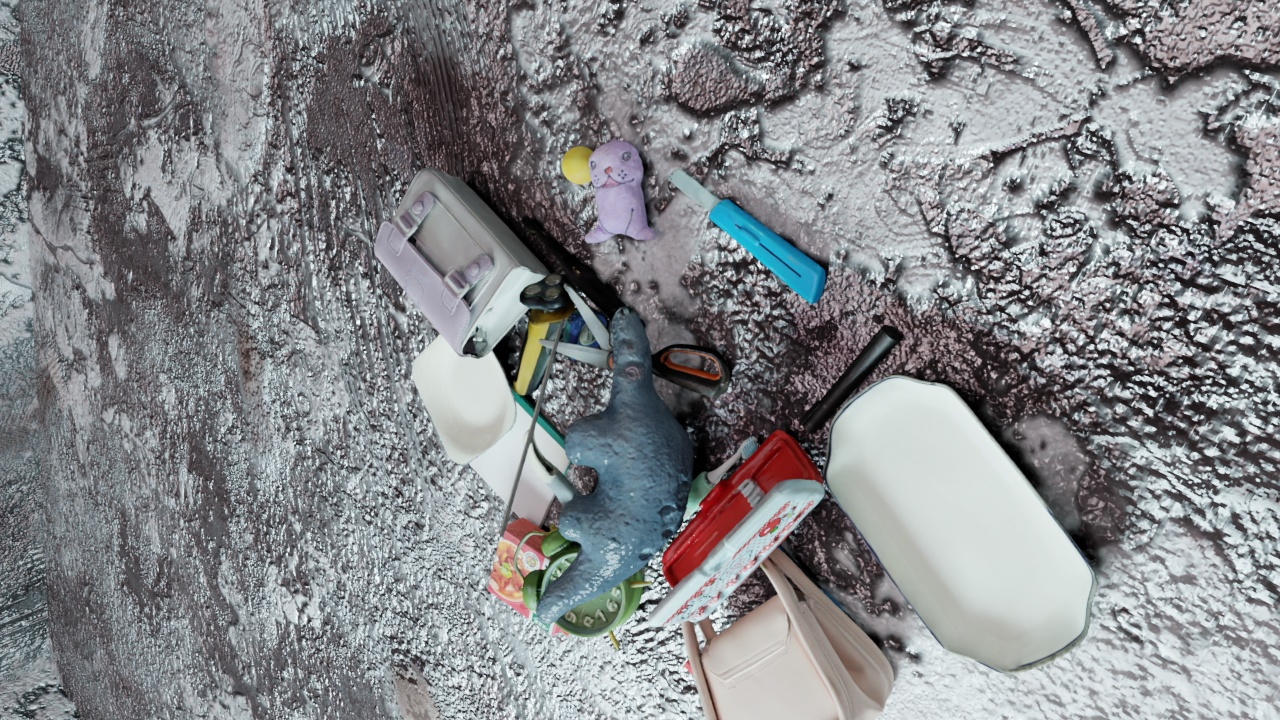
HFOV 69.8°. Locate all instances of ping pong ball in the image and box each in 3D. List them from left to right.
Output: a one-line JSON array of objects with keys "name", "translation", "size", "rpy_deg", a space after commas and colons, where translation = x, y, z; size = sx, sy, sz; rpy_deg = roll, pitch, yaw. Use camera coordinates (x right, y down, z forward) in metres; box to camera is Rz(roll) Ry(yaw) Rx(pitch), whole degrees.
[{"name": "ping pong ball", "translation": [-0.066, -0.212, 0.997], "size": [0.040, 0.040, 0.040], "rpy_deg": [11, 108, 40]}]

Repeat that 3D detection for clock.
[{"name": "clock", "translation": [-0.074, 0.256, 1.066], "size": [0.161, 0.056, 0.116], "rpy_deg": [27, 99, 10]}]

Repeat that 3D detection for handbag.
[{"name": "handbag", "translation": [-0.223, -0.116, 1.104], "size": [0.197, 0.098, 0.145], "rpy_deg": [46, 111, 25]}, {"name": "handbag", "translation": [0.121, 0.281, 0.926], "size": [0.194, 0.093, 0.234], "rpy_deg": [-47, 64, 39]}]

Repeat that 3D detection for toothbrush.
[{"name": "toothbrush", "translation": [-0.071, -0.099, 1.041], "size": [0.026, 0.027, 0.212], "rpy_deg": [-41, 64, -7]}, {"name": "toothbrush", "translation": [0.057, 0.146, 0.984], "size": [0.225, 0.026, 0.027], "rpy_deg": [-49, 30, 37]}, {"name": "toothbrush", "translation": [0.148, 0.198, 0.928], "size": [0.189, 0.016, 0.014], "rpy_deg": [44, 123, 22]}]

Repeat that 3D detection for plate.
[{"name": "plate", "translation": [-0.219, 0.037, 1.182], "size": [0.165, 0.034, 0.163], "rpy_deg": [-36, 76, 38]}, {"name": "plate", "translation": [0.270, 0.135, 0.787], "size": [0.265, 0.034, 0.162], "rpy_deg": [55, 129, 17]}]

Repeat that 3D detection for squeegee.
[{"name": "squeegee", "translation": [-0.097, 0.122, 1.014], "size": [0.039, 0.247, 0.245], "rpy_deg": [4, 59, 16]}]

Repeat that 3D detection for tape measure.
[{"name": "tape measure", "translation": [-0.064, -0.033, 1.029], "size": [0.025, 0.054, 0.058], "rpy_deg": [31, 129, 31]}]

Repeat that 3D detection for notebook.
[{"name": "notebook", "translation": [-0.177, 0.104, 1.191], "size": [0.209, 0.012, 0.151], "rpy_deg": [42, 123, 26]}]

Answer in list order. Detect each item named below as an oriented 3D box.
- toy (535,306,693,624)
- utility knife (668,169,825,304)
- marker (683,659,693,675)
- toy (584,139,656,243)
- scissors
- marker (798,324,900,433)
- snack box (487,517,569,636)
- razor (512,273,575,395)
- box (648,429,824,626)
[{"name": "toy", "translation": [-0.016, 0.124, 0.950], "size": [0.138, 0.091, 0.357], "rpy_deg": [12, 103, 1]}, {"name": "utility knife", "translation": [0.098, -0.128, 0.888], "size": [0.209, 0.018, 0.034], "rpy_deg": [43, 126, 27]}, {"name": "marker", "translation": [0.104, 0.381, 1.005], "size": [0.145, 0.017, 0.017], "rpy_deg": [39, 123, 28]}, {"name": "toy", "translation": [-0.026, -0.178, 0.969], "size": [0.084, 0.038, 0.108], "rpy_deg": [-2, 99, 25]}, {"name": "scissors", "translation": [-0.008, 0.018, 0.979], "size": [0.221, 0.021, 0.231], "rpy_deg": [-4, 110, 29]}, {"name": "marker", "translation": [0.189, 0.019, 0.839], "size": [0.132, 0.022, 0.020], "rpy_deg": [-56, 19, 35]}, {"name": "snack box", "translation": [-0.133, 0.283, 1.163], "size": [0.113, 0.044, 0.127], "rpy_deg": [27, 117, 25]}, {"name": "razor", "translation": [-0.122, -0.026, 1.083], "size": [0.062, 0.067, 0.168], "rpy_deg": [-96, 22, -50]}, {"name": "box", "translation": [0.079, 0.161, 0.874], "size": [0.202, 0.099, 0.112], "rpy_deg": [-50, 45, 20]}]
